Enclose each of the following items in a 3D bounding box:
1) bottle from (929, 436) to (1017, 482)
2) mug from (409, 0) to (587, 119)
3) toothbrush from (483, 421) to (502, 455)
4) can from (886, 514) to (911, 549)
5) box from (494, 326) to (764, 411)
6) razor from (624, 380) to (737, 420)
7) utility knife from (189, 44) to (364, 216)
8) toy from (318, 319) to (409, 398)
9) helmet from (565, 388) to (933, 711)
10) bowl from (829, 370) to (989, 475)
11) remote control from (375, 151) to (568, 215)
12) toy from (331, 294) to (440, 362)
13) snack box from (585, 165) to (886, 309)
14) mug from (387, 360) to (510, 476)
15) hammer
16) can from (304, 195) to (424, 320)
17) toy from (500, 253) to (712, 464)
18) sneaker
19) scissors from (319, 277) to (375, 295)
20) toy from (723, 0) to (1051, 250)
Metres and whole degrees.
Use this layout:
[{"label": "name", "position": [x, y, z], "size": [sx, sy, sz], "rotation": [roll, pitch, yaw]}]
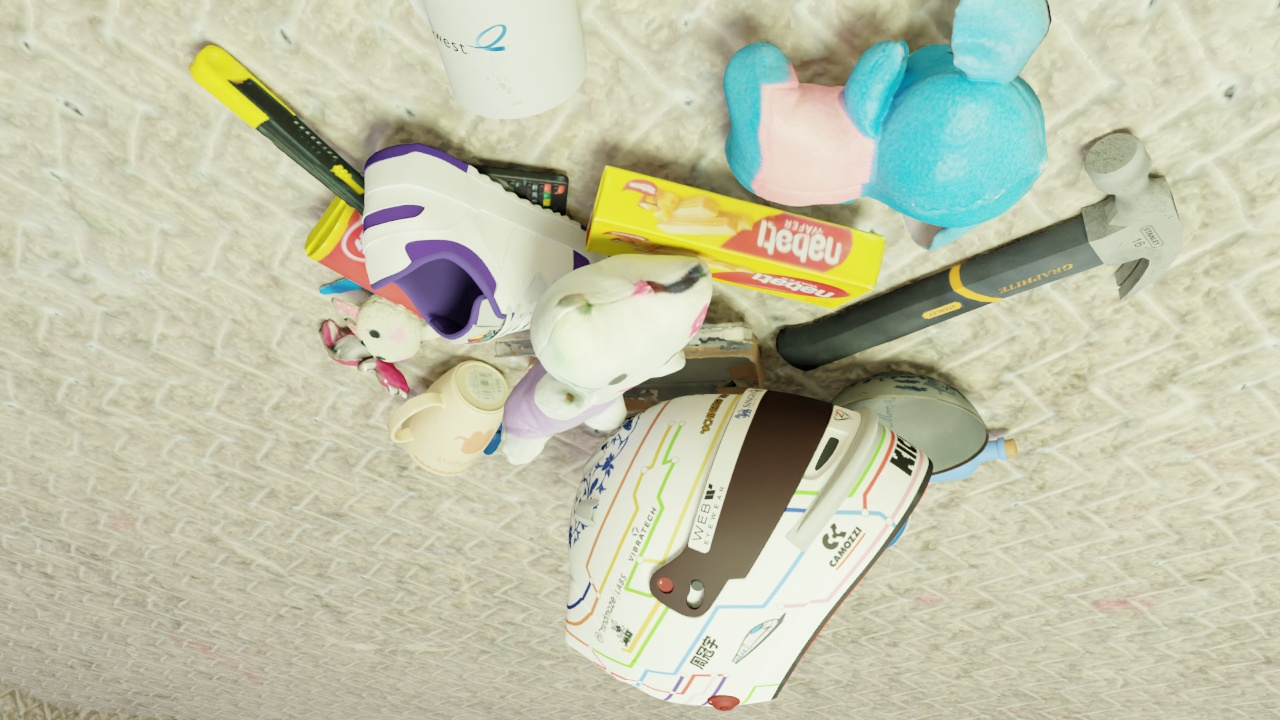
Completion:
[{"label": "bottle", "position": [0.296, 0.093, 0.892], "size": [0.131, 0.048, 0.048], "rotation": [-11, 142, 26]}, {"label": "mug", "position": [-0.092, -0.207, 0.516], "size": [0.120, 0.083, 0.096], "rotation": [27, 153, 23]}, {"label": "toothbrush", "position": [-0.153, 0.072, 0.987], "size": [0.021, 0.016, 0.133], "rotation": [16, 148, -11]}, {"label": "can", "position": [0.205, 0.142, 0.955], "size": [0.146, 0.078, 0.079], "rotation": [23, 143, -20]}, {"label": "box", "position": [-0.005, 0.001, 0.809], "size": [0.217, 0.071, 0.156], "rotation": [-3, 166, 16]}, {"label": "razor", "position": [0.039, 0.053, 0.912], "size": [0.144, 0.021, 0.044], "rotation": [-16, 121, 30]}, {"label": "utility knife", "position": [-0.215, -0.132, 0.658], "size": [0.020, 0.028, 0.233], "rotation": [-21, 128, 40]}, {"label": "toy", "position": [-0.252, -0.003, 0.867], "size": [0.102, 0.050, 0.065], "rotation": [32, 170, 27]}, {"label": "helmet", "position": [0.061, 0.141, 0.771], "size": [0.236, 0.230, 0.315], "rotation": [30, 117, 6]}, {"label": "bowl", "position": [0.234, 0.049, 0.833], "size": [0.151, 0.056, 0.151], "rotation": [6, 146, 4]}, {"label": "remote control", "position": [-0.123, -0.131, 0.675], "size": [0.140, 0.021, 0.045], "rotation": [7, 157, -5]}, {"label": "toy", "position": [-0.216, -0.029, 0.810], "size": [0.112, 0.050, 0.087], "rotation": [13, 151, -4]}, {"label": "snack box", "position": [0.063, -0.084, 0.656], "size": [0.200, 0.042, 0.092], "rotation": [13, 172, -6]}, {"label": "mug", "position": [-0.189, 0.053, 0.893], "size": [0.111, 0.085, 0.105], "rotation": [-2, 148, -43]}, {"label": "hammer", "position": [0.238, -0.056, 0.700], "size": [0.313, 0.035, 0.139], "rotation": [-22, 137, 37]}, {"label": "can", "position": [-0.192, -0.081, 0.722], "size": [0.124, 0.066, 0.067], "rotation": [31, 140, -30]}, {"label": "toy", "position": [-0.031, -0.005, 0.669], "size": [0.137, 0.085, 0.210], "rotation": [-18, 160, -32]}, {"label": "sneaker", "position": [-0.103, -0.055, 0.681], "size": [0.092, 0.111, 0.244], "rotation": [-15, 151, 36]}, {"label": "scissors", "position": [-0.235, -0.071, 0.793], "size": [0.126, 0.014, 0.130], "rotation": [-10, 142, 26]}, {"label": "toy", "position": [0.141, -0.139, 0.538], "size": [0.191, 0.098, 0.224], "rotation": [7, 158, 10]}]
